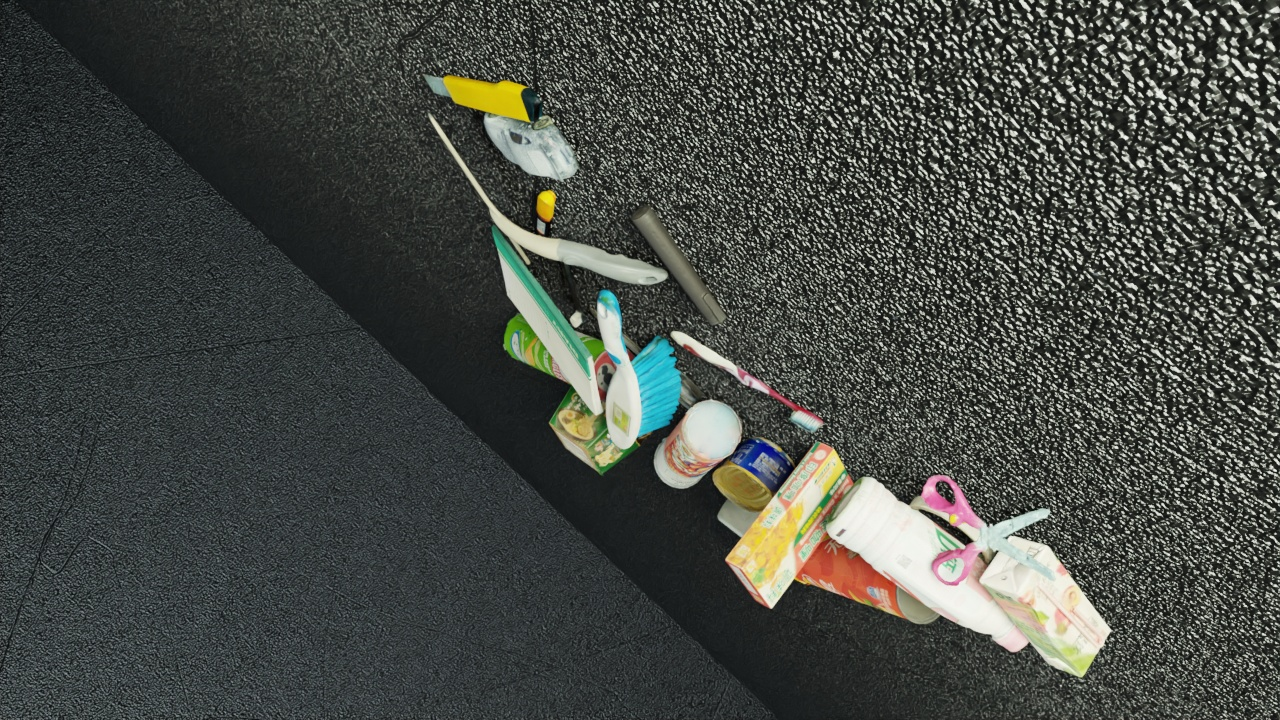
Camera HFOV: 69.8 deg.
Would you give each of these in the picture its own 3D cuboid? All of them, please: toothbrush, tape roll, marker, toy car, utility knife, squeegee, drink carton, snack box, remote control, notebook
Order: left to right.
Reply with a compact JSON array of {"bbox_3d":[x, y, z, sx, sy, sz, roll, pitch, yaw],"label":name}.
[{"bbox_3d":[-0.146,-0.243,0.830,0.197,0.015,0.033,27,142,44],"label":"utility knife"},{"bbox_3d":[-0.102,-0.194,0.824,0.121,0.036,0.054,31,161,44],"label":"toy car"},{"bbox_3d":[-0.101,-0.150,0.965,0.018,0.015,0.124,39,165,1],"label":"marker"},{"bbox_3d":[-0.109,-0.045,1.073,0.209,0.012,0.150,52,165,23],"label":"notebook"},{"bbox_3d":[-0.081,-0.117,0.918,0.247,0.039,0.246,26,163,26],"label":"squeegee"},{"bbox_3d":[-0.084,-0.088,1.082,0.015,0.018,0.181,44,164,22],"label":"toothbrush"},{"bbox_3d":[-0.062,0.088,1.310,0.117,0.105,0.118,32,160,32],"label":"snack box"},{"bbox_3d":[0.035,-0.082,0.812,0.132,0.020,0.022,51,172,-29],"label":"marker"},{"bbox_3d":[0.101,0.019,0.920,0.187,0.017,0.016,33,161,27],"label":"toothbrush"},{"bbox_3d":[0.169,0.227,1.218,0.135,0.056,0.019,35,163,21],"label":"remote control"},{"bbox_3d":[0.153,0.164,0.919,0.027,0.155,0.077,21,153,48],"label":"snack box"},{"bbox_3d":[0.287,0.159,0.852,0.086,0.013,0.086,38,163,13],"label":"tape roll"},{"bbox_3d":[0.345,0.209,0.775,0.122,0.053,0.046,48,162,-20],"label":"drink carton"}]

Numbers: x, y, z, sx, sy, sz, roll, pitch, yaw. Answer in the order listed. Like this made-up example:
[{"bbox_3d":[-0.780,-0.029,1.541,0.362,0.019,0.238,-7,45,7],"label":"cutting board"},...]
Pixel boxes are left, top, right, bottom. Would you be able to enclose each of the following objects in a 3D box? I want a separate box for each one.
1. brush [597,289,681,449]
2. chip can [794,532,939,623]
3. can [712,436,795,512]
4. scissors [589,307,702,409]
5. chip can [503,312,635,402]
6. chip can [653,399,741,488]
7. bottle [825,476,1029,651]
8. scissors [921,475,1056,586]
[{"bbox_3d":[-0.006,0.006,0.985,0.060,0.109,0.315,41,151,23],"label":"brush"},{"bbox_3d":[0.249,0.238,1.038,0.073,0.073,0.217,47,162,-17],"label":"chip can"},{"bbox_3d":[0.133,0.136,1.082,0.074,0.049,0.148,41,163,5],"label":"can"},{"bbox_3d":[0.005,0.001,1.101,0.174,0.014,0.141,26,156,43],"label":"scissors"},{"bbox_3d":[-0.098,-0.009,1.212,0.236,0.072,0.072,22,154,51],"label":"chip can"},{"bbox_3d":[0.067,0.106,1.125,0.071,0.071,0.215,41,163,5],"label":"chip can"},{"bbox_3d":[0.266,0.189,0.835,0.197,0.068,0.068,37,163,8],"label":"bottle"},{"bbox_3d":[0.281,0.151,0.756,0.133,0.017,0.124,35,121,49],"label":"scissors"}]
